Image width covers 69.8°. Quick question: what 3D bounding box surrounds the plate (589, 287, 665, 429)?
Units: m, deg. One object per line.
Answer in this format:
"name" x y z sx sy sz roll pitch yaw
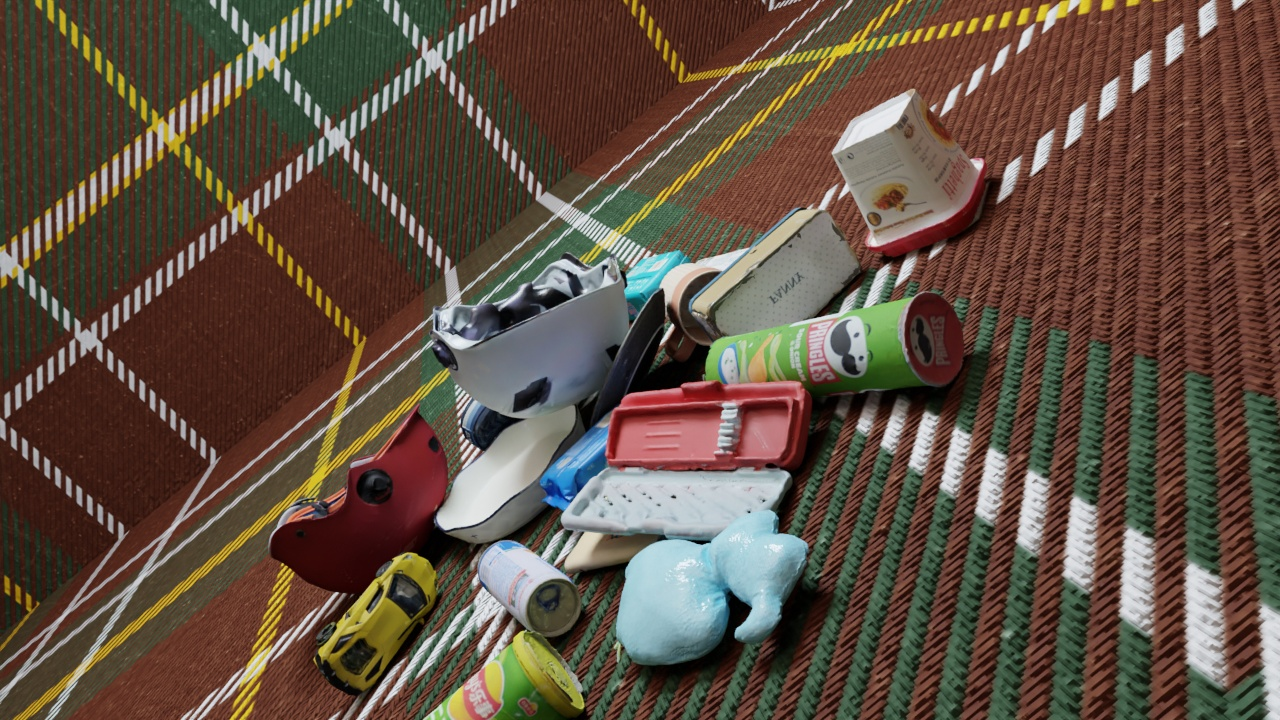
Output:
"plate" -0.006 0.006 1.006 0.179 0.024 0.179 -61 -7 -14

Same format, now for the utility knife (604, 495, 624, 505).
"utility knife" 0.015 0.096 0.856 0.166 0.018 0.031 -43 5 -28

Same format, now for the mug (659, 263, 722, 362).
"mug" 0.063 -0.054 1.053 0.114 0.081 0.106 -64 16 6

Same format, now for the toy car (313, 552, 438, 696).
"toy car" -0.262 0.262 0.929 0.041 0.071 0.155 -18 28 50

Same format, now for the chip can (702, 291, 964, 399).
"chip can" 0.151 -0.002 0.770 0.237 0.072 0.072 -11 33 54

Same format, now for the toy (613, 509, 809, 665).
"toy" 0.039 0.161 0.637 0.156 0.050 0.161 -45 25 -1

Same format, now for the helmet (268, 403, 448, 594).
"helmet" -0.312 0.179 1.096 0.239 0.144 0.207 -43 9 -17

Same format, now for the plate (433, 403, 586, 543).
"plate" -0.142 0.130 1.049 0.205 0.045 0.204 -35 19 14

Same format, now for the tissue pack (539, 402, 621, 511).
"tissue pack" -0.029 0.094 0.904 0.156 0.052 0.095 -43 12 -20

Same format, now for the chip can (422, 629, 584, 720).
"chip can" -0.143 0.289 0.648 0.221 0.072 0.072 -40 19 -3

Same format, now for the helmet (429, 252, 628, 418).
"helmet" -0.111 -0.014 1.033 0.228 0.146 0.259 -27 20 -19

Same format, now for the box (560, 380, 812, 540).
"box" 0.039 0.087 0.767 0.202 0.059 0.160 -6 47 40

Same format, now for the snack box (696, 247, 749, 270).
"snack box" 0.101 -0.106 1.165 0.075 0.026 0.154 -47 21 -25

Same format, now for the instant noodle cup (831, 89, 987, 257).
"instant noodle cup" 0.260 -0.186 0.903 0.117 0.124 0.116 -20 27 45

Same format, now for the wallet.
"wallet" -0.009 0.145 0.805 0.115 0.024 0.087 -25 20 42

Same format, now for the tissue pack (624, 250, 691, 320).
"tissue pack" 0.013 -0.102 1.280 0.093 0.050 0.134 -48 20 -20

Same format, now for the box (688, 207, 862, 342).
"box" 0.143 -0.080 0.937 0.184 0.090 0.062 -40 18 -10

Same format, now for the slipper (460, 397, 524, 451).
"slipper" -0.144 0.010 1.199 0.095 0.105 0.252 27 67 32

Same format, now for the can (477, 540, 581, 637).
"can" -0.099 0.197 0.802 0.053 0.053 0.135 -45 20 -17
